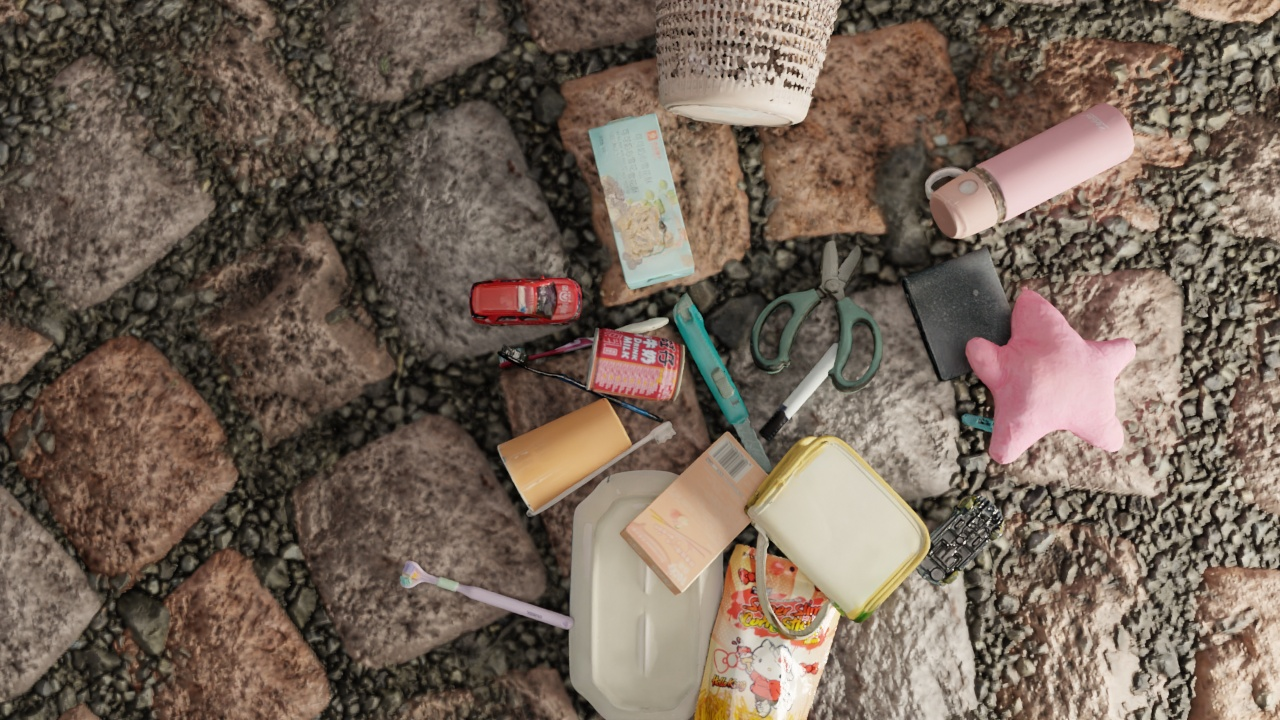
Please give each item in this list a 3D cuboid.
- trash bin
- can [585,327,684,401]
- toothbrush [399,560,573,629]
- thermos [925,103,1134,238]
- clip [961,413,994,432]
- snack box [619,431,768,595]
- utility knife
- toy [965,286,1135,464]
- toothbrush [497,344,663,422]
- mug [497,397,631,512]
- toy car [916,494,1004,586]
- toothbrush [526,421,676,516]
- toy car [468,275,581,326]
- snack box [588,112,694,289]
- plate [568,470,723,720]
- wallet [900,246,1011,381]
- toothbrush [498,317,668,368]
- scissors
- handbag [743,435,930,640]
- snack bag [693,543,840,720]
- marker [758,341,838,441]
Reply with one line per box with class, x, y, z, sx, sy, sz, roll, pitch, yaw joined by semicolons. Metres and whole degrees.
trash bin;0.103;-0.340;0.911;0.227;0.227;0.192;7;98;3
can;-0.006;0.006;0.945;0.094;0.066;0.066;9;86;-4
toothbrush;-0.160;0.247;0.956;0.189;0.021;0.029;15;93;7
thermos;0.396;-0.199;0.954;0.198;0.067;0.087;-26;54;2
clip;0.362;0.067;0.953;0.057;0.048;0.014;16;87;7
snack box;0.062;0.152;0.925;0.157;0.026;0.084;-40;85;-25
utility knife;0.087;0.025;0.970;0.029;0.013;0.209;-28;86;5
toy;0.418;0.010;0.925;0.194;0.075;0.178;-6;81;-14
toothbrush;-0.062;0.025;0.968;0.189;0.014;0.016;23;80;-2
mug;-0.075;0.093;0.944;0.122;0.078;0.078;-28;85;-5
toy car;0.323;0.184;0.939;0.105;0.031;0.049;-44;85;-3
toothbrush;-0.042;0.117;0.966;0.180;0.016;0.016;-31;56;0
toy car;-0.123;-0.062;0.971;0.120;0.045;0.053;-2;87;0
snack box;0.001;-0.167;0.969;0.074;0.051;0.175;-14;86;2
plate;0.006;0.247;0.946;0.162;0.034;0.265;2;86;2
wallet;0.340;-0.048;0.964;0.097;0.019;0.121;-20;87;0
toothbrush;-0.061;-0.022;0.980;0.187;0.016;0.017;-15;75;2
scissors;0.177;-0.049;0.964;0.169;0.019;0.177;-4;73;12
handbag;0.175;0.183;0.914;0.163;0.063;0.178;46;79;-2
snack bag;0.127;0.303;0.926;0.128;0.073;0.207;19;81;-2
marker;0.172;0.032;0.962;0.018;0.022;0.130;41;89;4
